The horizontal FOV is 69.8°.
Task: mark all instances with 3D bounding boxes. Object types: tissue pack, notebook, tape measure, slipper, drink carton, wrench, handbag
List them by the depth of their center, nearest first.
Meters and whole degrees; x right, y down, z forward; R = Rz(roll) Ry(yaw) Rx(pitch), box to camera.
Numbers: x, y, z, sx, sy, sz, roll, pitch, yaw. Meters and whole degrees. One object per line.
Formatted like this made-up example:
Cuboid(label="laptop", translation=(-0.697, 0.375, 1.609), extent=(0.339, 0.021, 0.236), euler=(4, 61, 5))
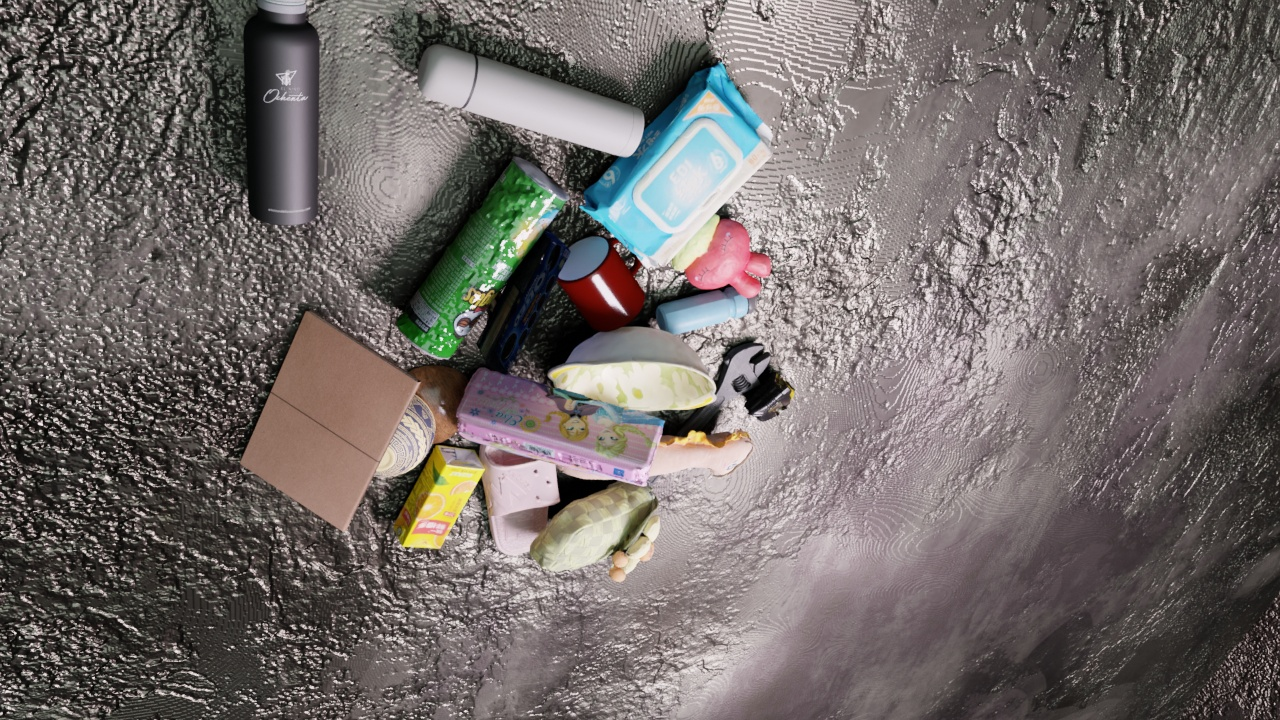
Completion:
Cuboid(label="tissue pack", translation=(0.045, -0.205, 0.984), extent=(0.209, 0.066, 0.117), euler=(-46, 121, 9))
Cuboid(label="notebook", translation=(-0.338, 0.068, 0.990), extent=(0.141, 0.008, 0.209), euler=(32, 111, 3))
Cuboid(label="drink carton", translation=(-0.251, 0.170, 1.135), extent=(0.058, 0.043, 0.135), euler=(13, 117, -40))
Cuboid(label="slipper", translation=(-0.152, 0.170, 1.169), extent=(0.094, 0.064, 0.240), euler=(-9, 128, -19))
Cuboid(label="handbag", translation=(-0.048, 0.237, 1.212), extent=(0.186, 0.117, 0.113), euler=(-12, 140, -50))
Cuboid(label="tape measure", translation=(0.177, 0.055, 1.239), extent=(0.067, 0.038, 0.062), euler=(-43, 154, 9))
Cuboid(label="wrench", translation=(0.079, 0.081, 1.241), extent=(0.073, 0.018, 0.274), euler=(28, 110, -36))

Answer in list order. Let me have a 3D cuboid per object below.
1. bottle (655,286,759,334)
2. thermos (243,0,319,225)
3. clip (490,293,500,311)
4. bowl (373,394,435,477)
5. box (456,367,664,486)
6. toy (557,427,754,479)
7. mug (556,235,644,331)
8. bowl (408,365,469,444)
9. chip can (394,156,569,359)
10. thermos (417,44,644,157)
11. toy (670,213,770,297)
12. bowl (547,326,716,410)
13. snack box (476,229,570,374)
Cuboid(label="bottle", translation=(0.085, -0.063, 1.123), extent=(0.130, 0.040, 0.040), euler=(-15, 128, -14))
Cuboid(label="thermos", translation=(-0.314, -0.236, 0.805), extent=(0.061, 0.061, 0.232), euler=(-2, 124, -23))
Cuboid(label="clip", translation=(-0.146, -0.050, 1.040), extent=(0.043, 0.024, 0.061), euler=(-17, 123, -13))
Cuboid(label="bowl", translation=(-0.291, 0.089, 1.029), extent=(0.112, 0.061, 0.113), euler=(-2, 124, -3))
Cuboid(label="box", translation=(-0.096, 0.093, 1.067), extent=(0.230, 0.084, 0.097), euler=(15, 138, 5))
Cuboid(label="toy", translation=(0.025, 0.103, 1.180), extent=(0.264, 0.065, 0.196), euler=(-3, 143, -9))
Cuboid(label="mug", translation=(-0.037, -0.098, 1.031), extent=(0.105, 0.073, 0.082), euler=(-54, 133, -20))
Cuboid(label="bowl", translation=(-0.245, 0.060, 1.071), extent=(0.101, 0.026, 0.114), euler=(7, 120, -28))
Cuboid(label="chip can", translation=(-0.165, -0.107, 0.958), extent=(0.075, 0.075, 0.223), euler=(29, 107, -37))
Cuboid(label="thermos", translation=(-0.104, -0.252, 0.894), extent=(0.223, 0.052, 0.052), euler=(10, 119, -30))
Cuboid(label="toy", translation=(0.093, -0.121, 1.074), extent=(0.135, 0.045, 0.092), euler=(30, 114, -23))
Cuboid(label="bowl", translation=(-0.006, 0.006, 1.083), extent=(0.219, 0.060, 0.189), euler=(14, 157, -35))
Cuboid(label="snack box", translation=(-0.127, -0.066, 0.982), extent=(0.027, 0.082, 0.150), euler=(25, 102, -24))
